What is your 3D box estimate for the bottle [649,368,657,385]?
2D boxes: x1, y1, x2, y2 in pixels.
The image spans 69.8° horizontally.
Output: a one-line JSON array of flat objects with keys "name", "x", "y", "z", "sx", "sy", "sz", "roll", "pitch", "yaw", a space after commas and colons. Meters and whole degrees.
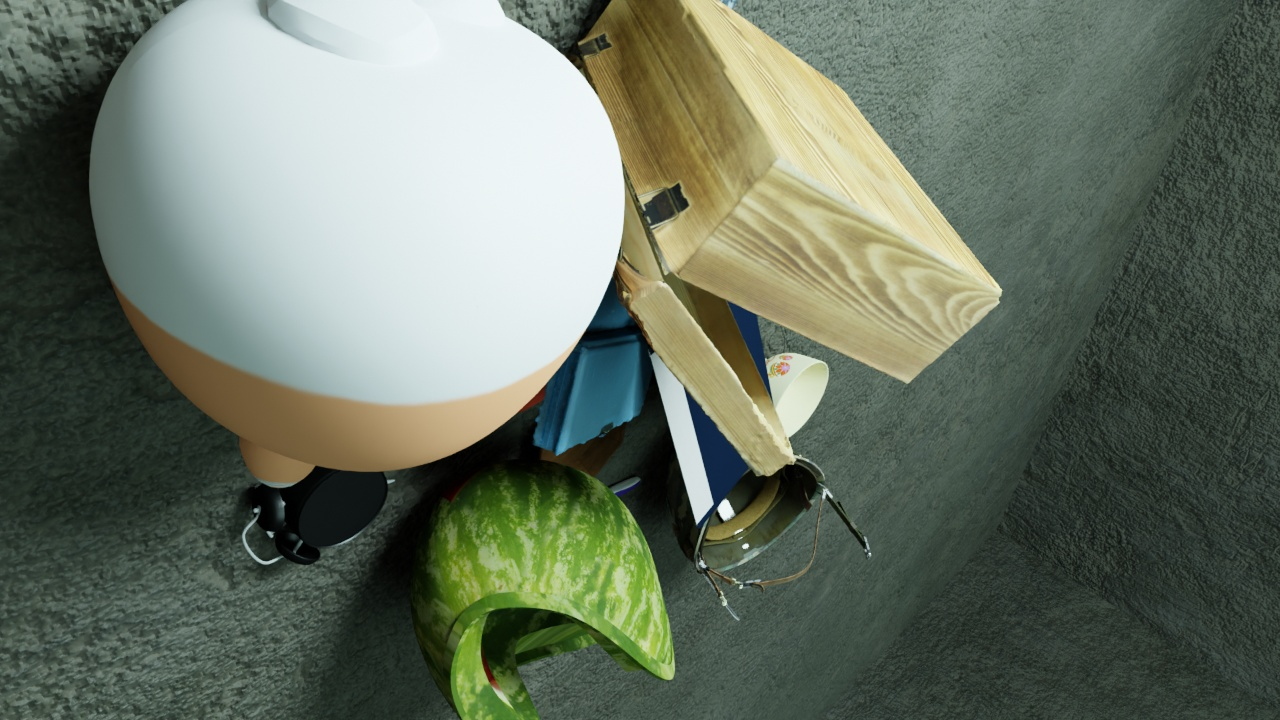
[{"name": "bottle", "x": -0.006, "y": 0.006, "z": 0.951, "sx": 0.184, "sy": 0.045, "sz": 0.045, "roll": -7, "pitch": 124, "yaw": -51}]

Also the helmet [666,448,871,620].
[{"name": "helmet", "x": 0.135, "y": 0.186, "z": 1.122, "sx": 0.192, "sy": 0.236, "sz": 0.224, "roll": -27, "pitch": 130, "yaw": -15}]

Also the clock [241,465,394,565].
[{"name": "clock", "x": -0.254, "y": 0.112, "z": 0.719, "sx": 0.120, "sy": 0.042, "sz": 0.091, "roll": -38, "pitch": 145, "yaw": -26}]

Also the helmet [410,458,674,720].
[{"name": "helmet", "x": -0.095, "y": 0.205, "z": 0.838, "sx": 0.213, "sy": 0.247, "sz": 0.243, "roll": -35, "pitch": 107, "yaw": 9}]

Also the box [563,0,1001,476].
[{"name": "box", "x": 0.050, "y": -0.105, "z": 0.667, "sx": 0.258, "sy": 0.278, "sz": 0.221, "roll": 23, "pitch": 125, "yaw": -37}]

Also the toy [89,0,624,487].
[{"name": "toy", "x": -0.149, "y": -0.068, "z": 0.499, "sx": 0.262, "sy": 0.266, "sz": 0.281, "roll": -59, "pitch": 173, "yaw": -55}]

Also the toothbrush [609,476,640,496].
[{"name": "toothbrush", "x": -0.064, "y": 0.164, "z": 1.051, "sx": 0.186, "sy": 0.015, "sz": 0.016, "roll": -15, "pitch": 135, "yaw": -47}]

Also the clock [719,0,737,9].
[{"name": "clock", "x": 0.032, "y": -0.298, "z": 0.713, "sx": 0.129, "sy": 0.052, "sz": 0.090, "roll": -47, "pitch": 148, "yaw": -14}]

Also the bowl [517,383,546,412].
[{"name": "bowl", "x": -0.105, "y": 0.002, "z": 0.825, "sx": 0.121, "sy": 0.035, "sz": 0.122, "roll": -34, "pitch": 142, "yaw": -31}]

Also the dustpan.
[{"name": "dustpan", "x": 0.080, "y": -0.003, "z": 0.981, "sx": 0.272, "sy": 0.080, "sz": 0.236, "roll": -45, "pitch": 133, "yaw": -36}]

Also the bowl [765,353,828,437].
[{"name": "bowl", "x": 0.180, "y": 0.036, "z": 1.201, "sx": 0.117, "sy": 0.074, "sz": 0.118, "roll": -34, "pitch": 142, "yaw": -31}]

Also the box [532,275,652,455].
[{"name": "box", "x": -0.023, "y": -0.020, "z": 0.791, "sx": 0.231, "sy": 0.033, "sz": 0.174, "roll": -18, "pitch": 123, "yaw": -73}]

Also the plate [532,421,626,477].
[{"name": "plate", "x": -0.066, "y": 0.080, "z": 0.958, "sx": 0.131, "sy": 0.025, "sz": 0.131, "roll": -34, "pitch": 142, "yaw": -31}]
